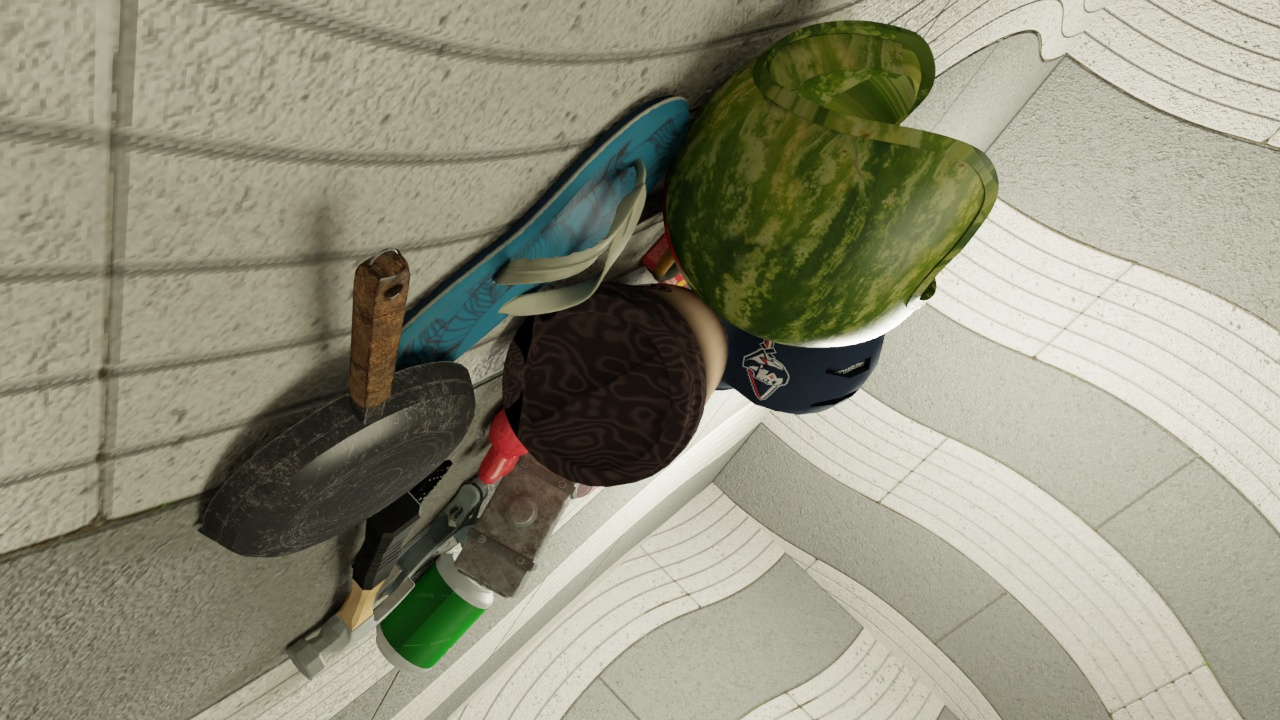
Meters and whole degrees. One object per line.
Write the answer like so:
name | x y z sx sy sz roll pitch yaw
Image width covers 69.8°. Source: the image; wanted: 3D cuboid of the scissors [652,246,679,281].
scissors | 0.080 -0.136 0.904 0.229 0.016 0.226 -41 163 -37

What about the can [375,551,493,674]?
can | -0.254 0.311 1.133 0.140 0.088 0.088 -47 168 1

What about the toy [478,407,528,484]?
toy | -0.117 0.066 0.914 0.135 0.045 0.091 -55 164 9

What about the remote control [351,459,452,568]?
remote control | -0.230 0.149 0.883 0.140 0.009 0.030 -50 167 14

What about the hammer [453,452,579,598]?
hammer | -0.135 0.195 1.131 0.176 0.079 0.327 -61 177 -12

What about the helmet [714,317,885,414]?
helmet | 0.183 -0.036 1.160 0.271 0.223 0.233 -12 138 -25

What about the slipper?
slipper | -0.058 -0.071 0.654 0.294 0.060 0.118 -43 171 -15

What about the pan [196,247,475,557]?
pan | -0.171 0.040 0.573 0.207 0.040 0.358 -30 168 -31

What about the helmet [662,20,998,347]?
helmet | 0.139 -0.124 0.740 0.243 0.212 0.248 -1 138 -7

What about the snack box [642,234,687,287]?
snack box | 0.049 -0.115 0.954 0.089 0.021 0.133 -47 168 2

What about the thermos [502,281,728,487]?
thermos | -0.005 0.005 0.842 0.173 0.172 0.225 -51 173 19

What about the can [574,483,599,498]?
can | -0.076 0.146 1.252 0.067 0.067 0.076 -52 167 23

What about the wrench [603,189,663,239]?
wrench | 0.055 -0.163 0.837 0.272 0.018 0.073 -34 163 -40

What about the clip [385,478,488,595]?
clip | -0.229 0.207 1.032 0.165 0.032 0.165 -44 168 -15

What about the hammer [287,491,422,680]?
hammer | -0.253 0.204 0.855 0.130 0.039 0.329 -38 169 -37
